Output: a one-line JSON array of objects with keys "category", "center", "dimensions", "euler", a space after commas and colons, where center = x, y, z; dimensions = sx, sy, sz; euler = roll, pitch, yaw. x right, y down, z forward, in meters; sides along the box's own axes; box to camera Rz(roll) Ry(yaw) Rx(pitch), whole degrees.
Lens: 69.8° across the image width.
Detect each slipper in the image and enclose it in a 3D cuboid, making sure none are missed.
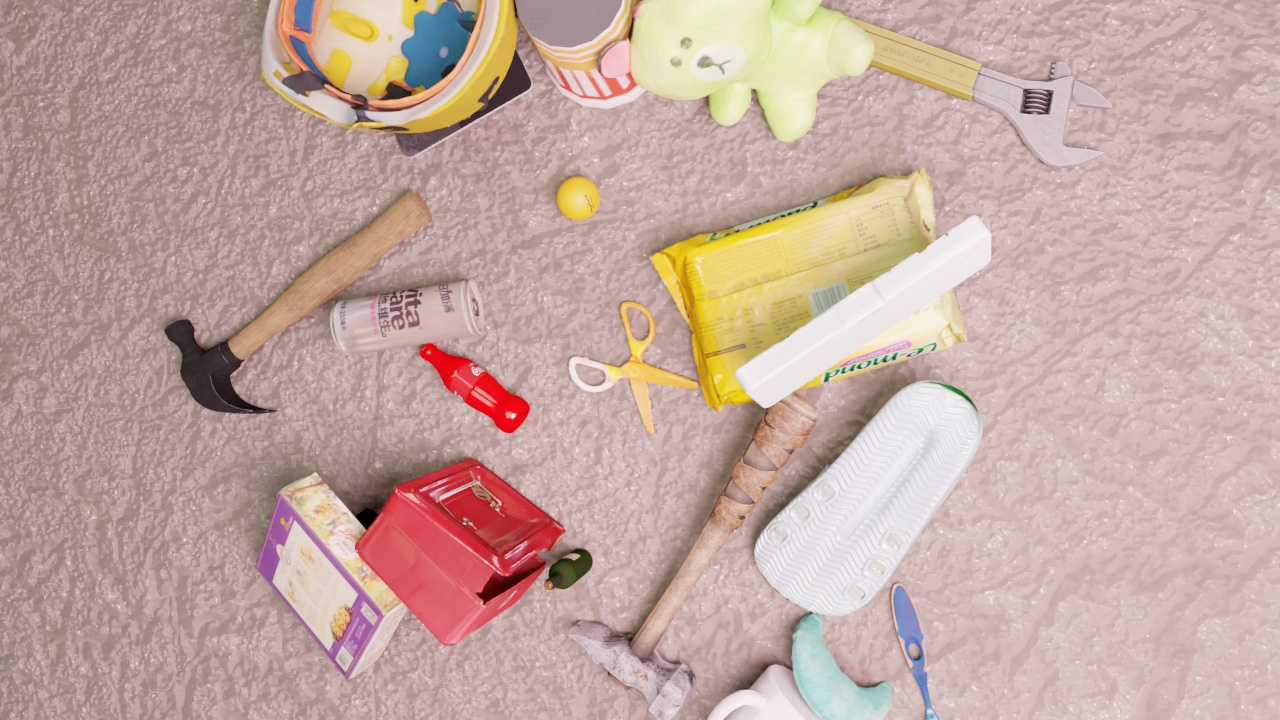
[{"category": "slipper", "center": [0.195, 0.118, 0.773], "dimensions": [0.104, 0.074, 0.246], "euler": [42, 115, 18]}]

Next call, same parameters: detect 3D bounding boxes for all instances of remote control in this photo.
[{"category": "remote control", "center": [-0.175, -0.249, 0.893], "dimensions": [0.147, 0.008, 0.045], "euler": [-26, 84, 11]}]

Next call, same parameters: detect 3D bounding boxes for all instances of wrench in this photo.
[{"category": "wrench", "center": [0.269, -0.242, 0.790], "dimensions": [0.273, 0.018, 0.083], "euler": [23, 95, 12]}]

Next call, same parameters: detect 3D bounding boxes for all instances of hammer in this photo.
[{"category": "hammer", "center": [-0.332, -0.060, 0.915], "dimensions": [0.306, 0.040, 0.132], "euler": [-35, 79, 9]}, {"category": "hammer", "center": [0.055, 0.163, 0.796], "dimensions": [0.121, 0.048, 0.319], "euler": [35, 107, 15]}]

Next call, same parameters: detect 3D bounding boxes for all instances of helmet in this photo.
[{"category": "helmet", "center": [-0.205, -0.298, 0.832], "dimensions": [0.240, 0.139, 0.209], "euler": [18, 94, 14]}]

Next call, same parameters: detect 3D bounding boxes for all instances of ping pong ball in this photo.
[{"category": "ping pong ball", "center": [-0.058, -0.150, 0.850], "dimensions": [0.040, 0.040, 0.040], "euler": [0, 90, 12]}]

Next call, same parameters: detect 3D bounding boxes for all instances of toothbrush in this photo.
[{"category": "toothbrush", "center": [0.240, 0.261, 0.796], "dimensions": [0.021, 0.017, 0.135], "euler": [-14, 87, 10]}]

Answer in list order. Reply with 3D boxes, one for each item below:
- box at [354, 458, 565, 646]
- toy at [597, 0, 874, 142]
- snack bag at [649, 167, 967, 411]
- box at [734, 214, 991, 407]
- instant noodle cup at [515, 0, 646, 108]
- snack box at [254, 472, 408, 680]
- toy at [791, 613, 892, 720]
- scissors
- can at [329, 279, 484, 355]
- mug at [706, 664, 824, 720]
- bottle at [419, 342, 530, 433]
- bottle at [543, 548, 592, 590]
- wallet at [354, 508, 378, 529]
[{"category": "box", "center": [-0.157, 0.164, 0.813], "dimensions": [0.129, 0.157, 0.093], "euler": [41, 103, 11]}, {"category": "toy", "center": [0.081, -0.270, 0.766], "dimensions": [0.196, 0.107, 0.151], "euler": [23, 137, -20]}, {"category": "snack bag", "center": [0.145, -0.058, 0.791], "dimensions": [0.247, 0.068, 0.159], "euler": [-17, 88, 12]}, {"category": "box", "center": [0.167, -0.029, 0.683], "dimensions": [0.197, 0.134, 0.040], "euler": [-33, 73, 10]}, {"category": "instant noodle cup", "center": [-0.045, -0.301, 0.807], "dimensions": [0.123, 0.121, 0.123], "euler": [0, 90, 12]}, {"category": "snack box", "center": [-0.281, 0.198, 0.834], "dimensions": [0.148, 0.040, 0.144], "euler": [45, 133, 11]}, {"category": "toy", "center": [0.167, 0.273, 0.782], "dimensions": [0.105, 0.084, 0.033], "euler": [44, 127, 7]}, {"category": "scissors", "center": [-0.012, 0.009, 0.855], "dimensions": [0.128, 0.011, 0.125], "euler": [-15, 85, 13]}, {"category": "can", "center": [-0.220, -0.040, 0.870], "dimensions": [0.136, 0.054, 0.054], "euler": [-9, 88, 4]}, {"category": "mug", "center": [0.106, 0.318, 0.778], "dimensions": [0.121, 0.091, 0.090], "euler": [35, 98, -27]}, {"category": "bottle", "center": [-0.161, 0.023, 0.875], "dimensions": [0.119, 0.036, 0.036], "euler": [36, 97, 11]}, {"category": "bottle", "center": [-0.067, 0.189, 0.818], "dimensions": [0.025, 0.106, 0.025], "euler": [0, 89, 12]}, {"category": "wallet", "center": [-0.279, 0.210, 0.905], "dimensions": [0.115, 0.026, 0.089], "euler": [-40, 81, 11]}]
